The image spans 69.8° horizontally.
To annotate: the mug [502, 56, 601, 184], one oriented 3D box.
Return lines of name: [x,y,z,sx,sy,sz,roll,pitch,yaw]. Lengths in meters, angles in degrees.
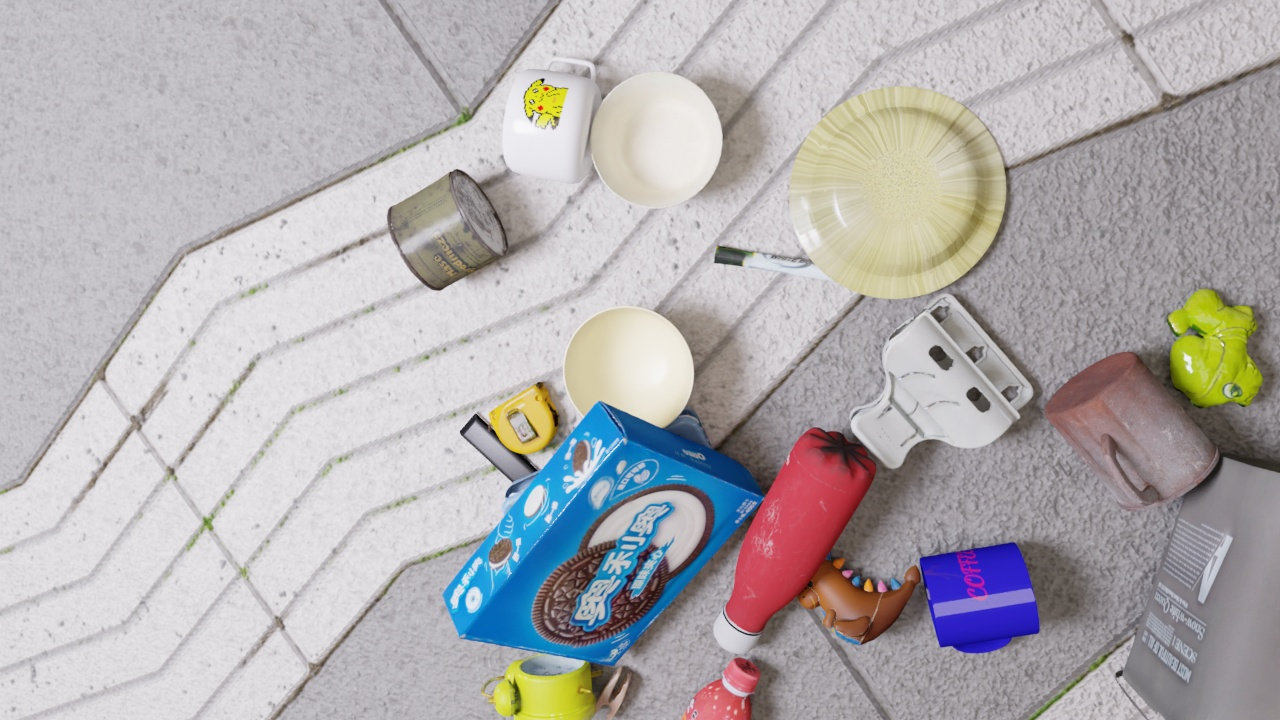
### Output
mug: [-0.073,-0.217,0.817,0.068,0.094,0.115,12,78,7]

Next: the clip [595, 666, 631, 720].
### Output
clip: [-0.025,0.341,0.930,0.061,0.025,0.049,-28,94,15]

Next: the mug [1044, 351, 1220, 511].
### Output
mug: [0.401,0.065,0.759,0.110,0.122,0.097,46,129,4]

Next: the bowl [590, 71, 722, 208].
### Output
bowl: [0.018,-0.193,0.816,0.115,0.062,0.115,2,99,10]

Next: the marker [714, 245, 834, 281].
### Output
marker: [0.139,-0.086,0.835,0.146,0.017,0.017,10,101,8]

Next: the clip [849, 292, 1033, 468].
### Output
clip: [0.254,0.031,0.806,0.151,0.089,0.125,-41,88,4]

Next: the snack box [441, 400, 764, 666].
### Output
snack box: [-0.030,0.165,0.827,0.239,0.195,0.056,-51,43,14]

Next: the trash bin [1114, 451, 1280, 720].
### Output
trash bin: [0.522,0.199,0.728,0.197,0.197,0.220,11,95,10]

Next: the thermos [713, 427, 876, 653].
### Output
thermos: [0.130,0.175,0.841,0.073,0.073,0.240,26,115,5]

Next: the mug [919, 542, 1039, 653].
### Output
mug: [0.306,0.222,0.828,0.084,0.079,0.111,-13,121,12]

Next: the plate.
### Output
plate: [0.222,-0.146,0.789,0.184,0.036,0.184,0,93,8]

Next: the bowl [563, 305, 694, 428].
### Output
bowl: [-0.005,0.005,0.846,0.118,0.074,0.118,2,99,10]

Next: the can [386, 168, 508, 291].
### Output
can: [-0.178,-0.120,0.850,0.075,0.089,0.090,-26,93,13]

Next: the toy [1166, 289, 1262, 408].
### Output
toy: [0.485,-0.007,0.775,0.094,0.036,0.093,30,97,7]

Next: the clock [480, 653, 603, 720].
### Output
clock: [-0.099,0.329,0.912,0.119,0.083,0.057,-3,93,8]

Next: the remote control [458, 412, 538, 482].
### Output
remote control: [-0.129,0.104,0.917,0.124,0.011,0.028,42,104,2]

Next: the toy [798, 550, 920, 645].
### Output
toy: [0.203,0.210,0.855,0.103,0.070,0.090,-46,70,5]

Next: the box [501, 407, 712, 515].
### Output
box: [-0.032,0.115,0.873,0.210,0.052,0.067,-25,97,9]

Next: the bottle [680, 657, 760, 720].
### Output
bottle: [0.073,0.354,0.895,0.062,0.062,0.138,26,104,5]

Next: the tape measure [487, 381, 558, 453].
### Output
tape measure: [-0.112,0.062,0.898,0.068,0.030,0.059,-30,91,14]
